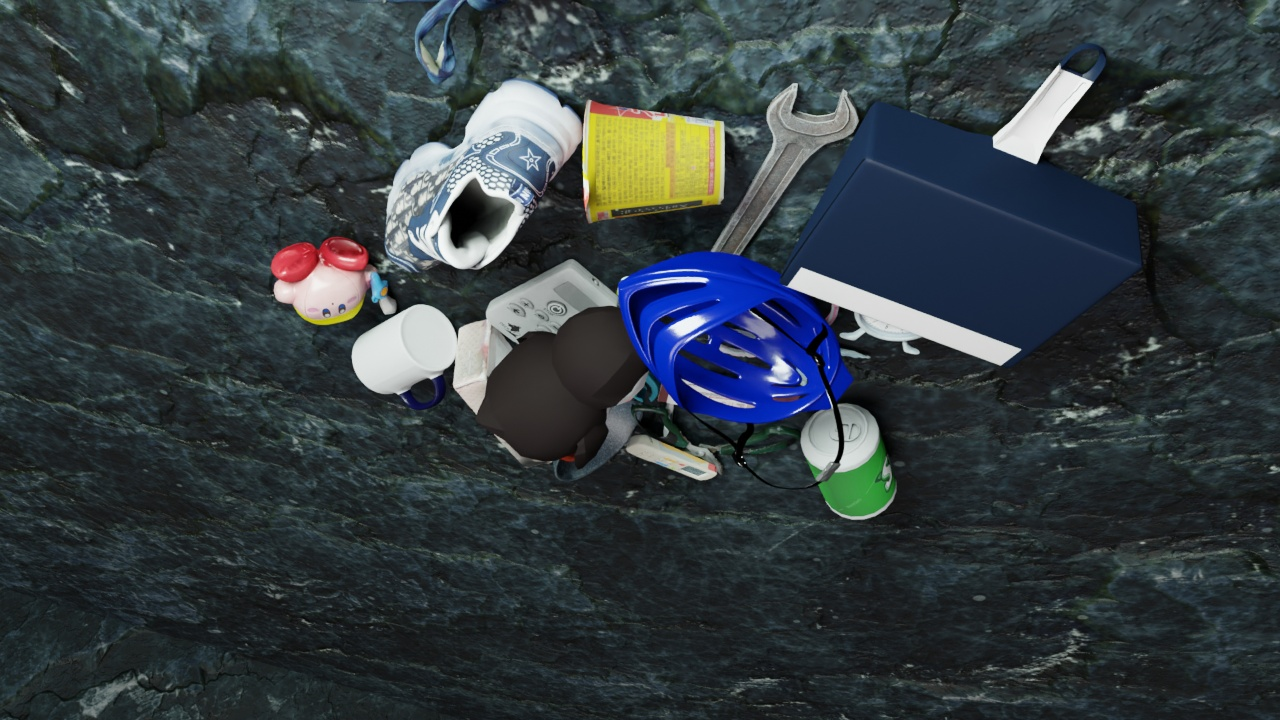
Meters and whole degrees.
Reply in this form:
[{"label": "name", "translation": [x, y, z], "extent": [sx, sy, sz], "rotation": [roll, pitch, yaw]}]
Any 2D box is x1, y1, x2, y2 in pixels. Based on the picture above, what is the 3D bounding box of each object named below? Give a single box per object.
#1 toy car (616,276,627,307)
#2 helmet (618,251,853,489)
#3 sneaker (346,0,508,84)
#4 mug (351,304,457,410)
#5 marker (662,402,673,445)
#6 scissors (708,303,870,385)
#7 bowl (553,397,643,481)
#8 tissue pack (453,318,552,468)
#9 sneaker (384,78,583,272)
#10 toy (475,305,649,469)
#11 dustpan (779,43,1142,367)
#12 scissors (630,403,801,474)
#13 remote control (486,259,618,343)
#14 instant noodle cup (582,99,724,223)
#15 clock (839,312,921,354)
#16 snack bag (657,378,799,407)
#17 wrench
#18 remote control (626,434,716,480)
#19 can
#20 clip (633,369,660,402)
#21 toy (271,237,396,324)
[{"label": "toy car", "translation": [-0.003, -0.058, 0.949], "extent": [0.039, 0.027, 0.090], "rotation": [18, 154, 8]}, {"label": "helmet", "translation": [0.095, 0.009, 0.830], "extent": [0.241, 0.227, 0.148], "rotation": [20, 121, -22]}, {"label": "sneaker", "translation": [-0.080, -0.273, 0.604], "extent": [0.295, 0.127, 0.121], "rotation": [-1, 141, 15]}, {"label": "mug", "translation": [-0.264, 0.003, 1.054], "extent": [0.097, 0.078, 0.112], "rotation": [-22, 94, 38]}, {"label": "marker", "translation": [0.035, 0.069, 1.128], "extent": [0.011, 0.011, 0.152], "rotation": [9, 144, 5]}, {"label": "scissors", "translation": [0.154, -0.025, 0.961], "extent": [0.177, 0.013, 0.171], "rotation": [2, 145, 12]}, {"label": "bowl", "translation": [-0.066, 0.078, 1.115], "extent": [0.057, 0.136, 0.137], "rotation": [46, 153, 24]}, {"label": "tissue pack", "translation": [-0.164, 0.041, 1.082], "extent": [0.071, 0.103, 0.181], "rotation": [-19, 138, 15]}, {"label": "sneaker", "translation": [-0.161, -0.127, 0.817], "extent": [0.103, 0.132, 0.270], "rotation": [33, 141, -29]}, {"label": "toy", "translation": [-0.071, 0.016, 0.946], "extent": [0.185, 0.159, 0.139], "rotation": [-38, 159, 32]}, {"label": "dustpan", "translation": [0.277, -0.127, 0.742], "extent": [0.236, 0.080, 0.274], "rotation": [20, 148, -6]}, {"label": "scissors", "translation": [0.092, 0.093, 1.126], "extent": [0.206, 0.015, 0.201], "rotation": [-13, 145, 26]}, {"label": "remote control", "translation": [-0.100, -0.056, 0.991], "extent": [0.151, 0.019, 0.074], "rotation": [-22, 132, 38]}, {"label": "instant noodle cup", "translation": [0.012, -0.164, 0.758], "extent": [0.112, 0.100, 0.100], "rotation": [-1, 143, 1]}, {"label": "clock", "translation": [0.243, -0.062, 0.857], "extent": [0.094, 0.042, 0.120], "rotation": [13, 145, -2]}, {"label": "snack bag", "translation": [0.101, 0.039, 1.053], "extent": [0.158, 0.013, 0.057], "rotation": [6, 142, -2]}, {"label": "wrench", "translation": [0.104, -0.141, 0.820], "extent": [0.070, 0.010, 0.274], "rotation": [19, 144, -9]}, {"label": "remote control", "translation": [0.040, 0.124, 1.158], "extent": [0.125, 0.018, 0.038], "rotation": [24, 150, -25]}, {"label": "can", "translation": [0.243, 0.118, 1.063], "extent": [0.088, 0.087, 0.140], "rotation": [-6, 140, 24]}, {"label": "clip", "translation": [0.001, 0.005, 1.041], "extent": [0.097, 0.026, 0.116], "rotation": [0, 142, 22]}, {"label": "toy", "translation": [-0.336, -0.081, 1.003], "extent": [0.124, 0.097, 0.132], "rotation": [-19, 143, -23]}]
